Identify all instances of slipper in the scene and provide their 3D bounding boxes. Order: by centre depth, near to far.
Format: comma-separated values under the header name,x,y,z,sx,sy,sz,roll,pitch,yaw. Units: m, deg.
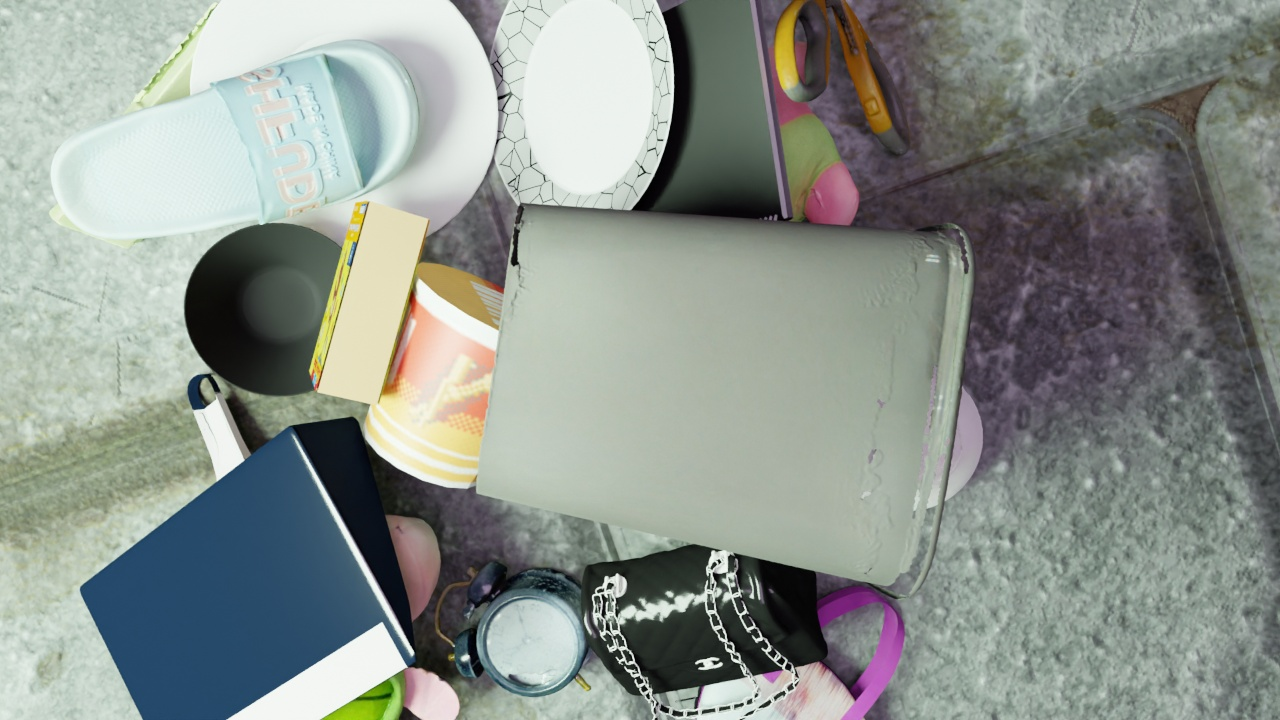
name,x,y,z,sx,sy,sz,roll,pitch,yaw
slipper,-0.266,-0.137,0.611,0.245,0.074,0.104,-17,116,-6

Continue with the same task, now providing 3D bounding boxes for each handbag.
name,x,y,z,sx,sy,sz,roll,pitch,yaw
handbag,0.039,0.186,0.623,0.154,0.114,0.125,-15,137,21
handbag,0.127,0.242,0.684,0.144,0.068,0.170,42,88,0

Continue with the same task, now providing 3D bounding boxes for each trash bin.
name,x,y,z,sx,sy,sz,roll,pitch,yaw
trash bin,0.033,0.009,0.515,0.220,0.197,0.197,8,90,-5

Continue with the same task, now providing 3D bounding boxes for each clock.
name,x,y,z,sx,sy,sz,roll,pitch,yaw
clock,-0.092,0.202,0.693,0.129,0.052,0.090,13,94,6

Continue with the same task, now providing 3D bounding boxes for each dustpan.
name,x,y,z,sx,sy,sz,roll,pitch,yaw
dustpan,-0.286,0.130,0.660,0.237,0.080,0.273,-34,82,19

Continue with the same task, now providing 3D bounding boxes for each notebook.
name,x,y,z,sx,sy,sz,roll,pitch,yaw
notebook,0.004,-0.146,0.616,0.207,0.016,0.149,-6,94,45

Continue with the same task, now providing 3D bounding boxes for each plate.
name,x,y,z,sx,sy,sz,roll,pitch,yaw
plate,-0.042,-0.181,0.631,0.189,0.016,0.189,10,105,43
plate,-0.208,-0.180,0.659,0.208,0.015,0.209,-5,113,-12

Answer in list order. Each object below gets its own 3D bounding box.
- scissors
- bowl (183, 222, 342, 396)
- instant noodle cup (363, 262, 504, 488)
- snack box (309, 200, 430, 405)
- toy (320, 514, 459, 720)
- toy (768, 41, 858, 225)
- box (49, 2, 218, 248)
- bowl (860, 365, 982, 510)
name,x,y,z,sx,sy,sz,roll,pitch,yaw
scissors,0.124,-0.230,0.612,0.016,0.224,0.225,-17,108,37
bowl,-0.266,-0.039,0.675,0.124,0.052,0.124,-4,100,-22
instant noodle cup,-0.128,0.014,0.652,0.123,0.123,0.121,29,102,1
snack box,-0.187,-0.042,0.628,0.040,0.088,0.126,15,93,-24
toy,-0.222,0.213,0.681,0.190,0.087,0.238,43,105,16
toy,0.048,-0.155,0.647,0.192,0.096,0.236,-42,77,16
box,-0.355,-0.179,0.677,0.083,0.091,0.188,42,92,23
bowl,0.193,0.056,0.663,0.113,0.063,0.113,0,94,2
